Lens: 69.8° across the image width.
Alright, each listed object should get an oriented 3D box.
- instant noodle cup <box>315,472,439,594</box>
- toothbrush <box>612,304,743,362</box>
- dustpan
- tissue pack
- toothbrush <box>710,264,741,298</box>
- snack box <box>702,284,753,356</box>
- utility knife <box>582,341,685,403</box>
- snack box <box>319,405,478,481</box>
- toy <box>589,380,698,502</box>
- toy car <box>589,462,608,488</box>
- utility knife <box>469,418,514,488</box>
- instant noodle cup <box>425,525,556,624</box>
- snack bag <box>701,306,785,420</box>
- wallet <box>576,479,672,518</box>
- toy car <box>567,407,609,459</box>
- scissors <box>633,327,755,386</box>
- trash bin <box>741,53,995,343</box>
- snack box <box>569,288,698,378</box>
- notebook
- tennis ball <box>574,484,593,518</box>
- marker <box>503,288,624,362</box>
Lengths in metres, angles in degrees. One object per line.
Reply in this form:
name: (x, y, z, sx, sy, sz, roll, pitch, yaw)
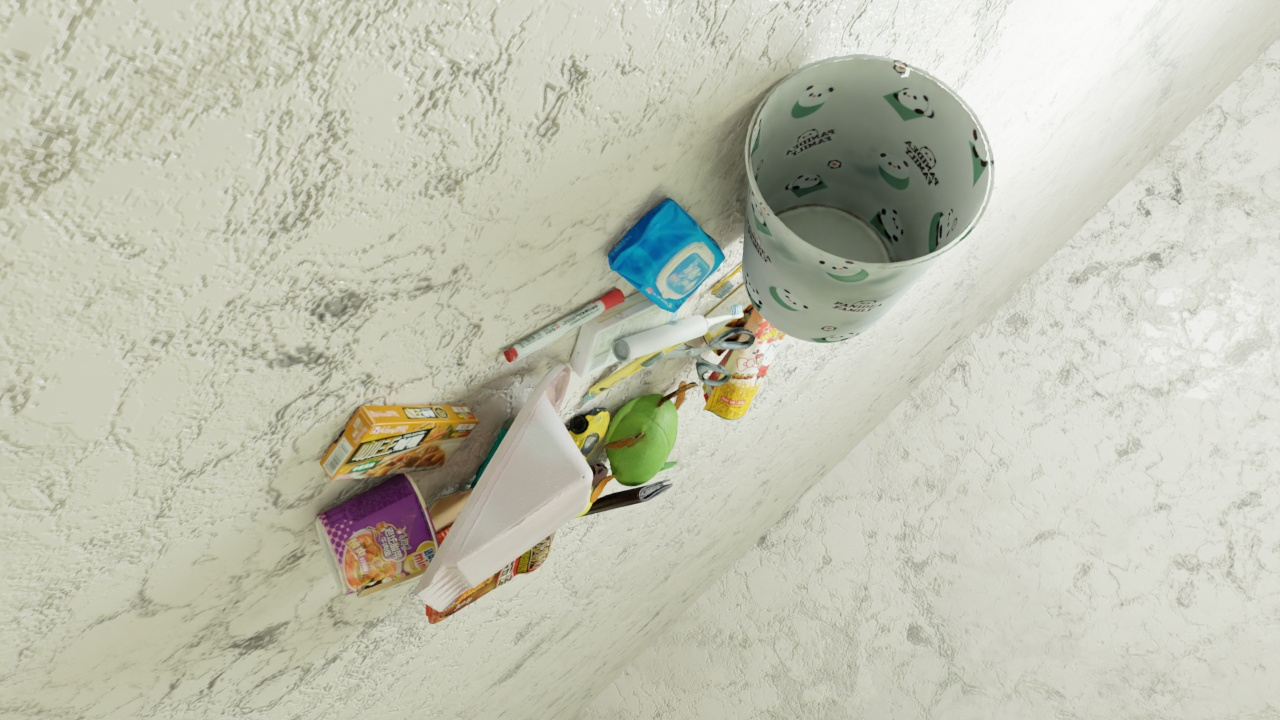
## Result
instant noodle cup: (-0.267, 0.179, 0.926, 0.099, 0.111, 0.112, -22, 153, -27)
toothbrush: (0.053, -0.036, 1.078, 0.220, 0.027, 0.026, -19, 116, -44)
dustpan: (-0.154, 0.134, 0.986, 0.273, 0.139, 0.223, -32, 167, -18)
tissue pack: (0.030, -0.104, 0.941, 0.095, 0.052, 0.157, -46, 157, 6)
toothbrush: (0.163, -0.142, 1.151, 0.191, 0.018, 0.016, -40, 161, -2)
snack box: (0.144, -0.071, 1.241, 0.140, 0.034, 0.087, -42, 160, -4)
utility knife: (-0.007, 0.007, 1.130, 0.165, 0.018, 0.031, -28, 152, 13)
snack box: (-0.230, 0.077, 0.889, 0.075, 0.026, 0.153, -49, 158, 18)
toy: (0.002, 0.110, 1.275, 0.226, 0.090, 0.247, -45, 166, -22)
toy car: (-0.095, 0.200, 1.358, 0.122, 0.037, 0.056, -41, 161, -4)
utility knife: (-0.185, 0.131, 1.092, 0.029, 0.013, 0.206, -15, 148, -44)
instant noodle cup: (-0.200, 0.246, 1.160, 0.188, 0.079, 0.165, -29, 159, -28)
snack bag: (0.158, -0.020, 1.252, 0.128, 0.073, 0.208, -13, 139, -51)
wallet: (-0.026, 0.198, 1.329, 0.123, 0.020, 0.096, -18, 177, 31)
toy car: (-0.097, 0.120, 1.187, 0.156, 0.041, 0.071, -43, 160, -1)
scissors: (0.068, -0.009, 1.162, 0.159, 0.014, 0.174, -28, 139, 1)
trash bin: (0.211, -0.147, 0.963, 0.229, 0.229, 0.252, -37, 165, -12)
snack box: (-0.006, -0.041, 1.043, 0.156, 0.027, 0.085, -28, 155, -33)
notebook: (-0.248, 0.217, 1.141, 0.208, 0.008, 0.147, -48, 159, 28)
tennis ball: (-0.098, 0.189, 1.287, 0.065, 0.065, 0.066, -35, 158, -16)
marker: (-0.077, -0.037, 0.944, 0.145, 0.017, 0.017, -31, 157, -25)
